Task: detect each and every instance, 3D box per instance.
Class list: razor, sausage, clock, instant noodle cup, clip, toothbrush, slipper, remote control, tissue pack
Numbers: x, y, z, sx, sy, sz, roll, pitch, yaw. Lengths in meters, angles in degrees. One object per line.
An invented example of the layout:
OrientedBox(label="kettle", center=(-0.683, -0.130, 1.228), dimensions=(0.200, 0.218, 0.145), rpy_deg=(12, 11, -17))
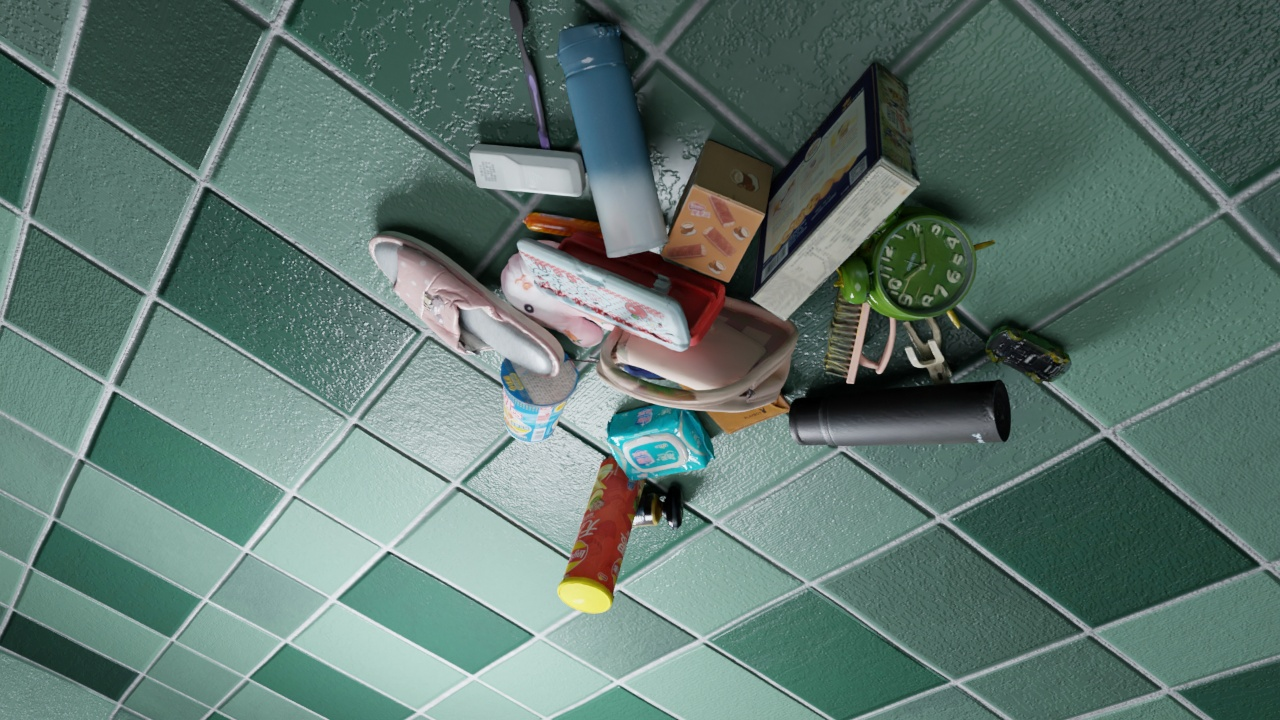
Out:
OrientedBox(label="razor", center=(-0.008, 0.221, 1.327), dimensions=(0.168, 0.062, 0.067), rpy_deg=(-13, 158, 32))
OrientedBox(label="sausage", center=(-0.054, -0.145, 1.027), dimensions=(0.165, 0.021, 0.021), rpy_deg=(10, 133, 7))
OrientedBox(label="clock", center=(0.260, -0.101, 0.916), dimensions=(0.161, 0.056, 0.116), rpy_deg=(18, 98, -5))
OrientedBox(label="instant noodle cup", center=(-0.136, 0.050, 1.183), dimensions=(0.099, 0.099, 0.110), rpy_deg=(18, 140, 0))
OrientedBox(label="clip", center=(0.328, -0.016, 1.038), dimensions=(0.035, 0.086, 0.104), rpy_deg=(-20, 151, 28))
OrientedBox(label="toothbrush", center=(-0.108, -0.276, 0.935), dimensions=(0.014, 0.016, 0.189), rpy_deg=(8, 136, 18))
OrientedBox(label="slipper", center=(-0.215, -0.057, 1.098), dimensions=(0.274, 0.054, 0.114), rpy_deg=(34, 147, -2))
OrientedBox(label="remote control", center=(-0.121, -0.204, 0.988), dimensions=(0.125, 0.024, 0.049), rpy_deg=(9, 136, 15))
OrientedBox(label="tissue pack", center=(0.027, 0.106, 1.209), dimensions=(0.134, 0.050, 0.093), rpy_deg=(-16, 124, 27))

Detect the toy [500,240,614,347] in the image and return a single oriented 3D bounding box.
OrientedBox(label="toy", center=(-0.089, -0.075, 1.081), dimensions=(0.159, 0.054, 0.122), rpy_deg=(38, 133, -24))

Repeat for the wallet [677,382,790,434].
OrientedBox(label="wallet", center=(0.114, 0.028, 1.131), dimensions=(0.119, 0.035, 0.130), rpy_deg=(-23, 121, 39))

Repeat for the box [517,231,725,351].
OrientedBox(label="box", center=(-0.019, -0.090, 0.938), dimensions=(0.201, 0.095, 0.100), rpy_deg=(24, 158, 25))

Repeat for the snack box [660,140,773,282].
OrientedBox(label="snack box", center=(0.079, -0.152, 0.935), dimensions=(0.077, 0.092, 0.095), rpy_deg=(22, 133, -4))

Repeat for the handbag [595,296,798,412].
OrientedBox(label="handbag", center=(0.046, -0.001, 0.970), dimensions=(0.193, 0.233, 0.093), rpy_deg=(20, 115, 20))

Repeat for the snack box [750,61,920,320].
OrientedBox(label="snack box", center=(0.175, -0.156, 0.843), dimensions=(0.046, 0.182, 0.178), rpy_deg=(29, 132, -13))

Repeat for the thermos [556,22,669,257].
OrientedBox(label="thermos", center=(-0.027, -0.211, 0.882), dimensions=(0.070, 0.070, 0.220), rpy_deg=(-10, 101, 23))

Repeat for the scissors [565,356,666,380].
OrientedBox(label="scissors", center=(-0.011, 0.008, 1.094), dimensions=(0.162, 0.162, 0.012), rpy_deg=(2, 97, -1))

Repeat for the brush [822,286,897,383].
OrientedBox(label="brush", center=(0.246, -0.047, 1.003), dimensions=(0.073, 0.063, 0.146), rpy_deg=(11, 131, 11))

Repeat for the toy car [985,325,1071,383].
OrientedBox(label="toy car", center=(0.423, -0.009, 1.003), dimensions=(0.091, 0.036, 0.043), rpy_deg=(23, 134, -7))

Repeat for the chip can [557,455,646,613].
OrientedBox(label="chip can", center=(-0.047, 0.228, 1.227), dimensions=(0.073, 0.216, 0.073), rpy_deg=(9, 133, 9))

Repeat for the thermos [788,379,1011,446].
OrientedBox(label="thermos", center=(0.300, 0.065, 1.067), dimensions=(0.243, 0.068, 0.089), rpy_deg=(-6, 168, 37))
